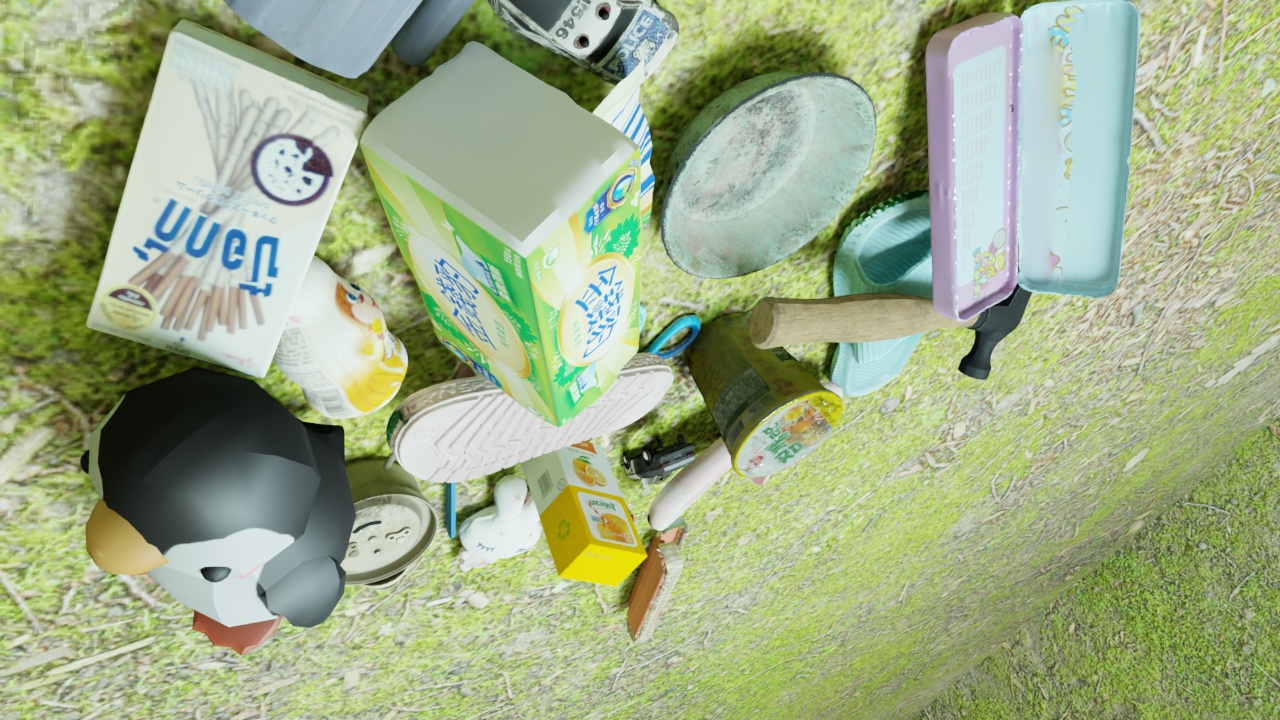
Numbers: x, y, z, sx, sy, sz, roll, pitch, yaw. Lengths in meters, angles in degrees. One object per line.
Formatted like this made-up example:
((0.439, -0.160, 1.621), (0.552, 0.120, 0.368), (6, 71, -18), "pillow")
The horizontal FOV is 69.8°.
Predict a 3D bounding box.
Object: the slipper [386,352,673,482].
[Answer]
((-0.076, 0.021, 0.635), (0.238, 0.064, 0.094), (-9, 144, -47), "slipper")

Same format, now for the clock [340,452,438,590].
((-0.199, 0.126, 0.677), (0.092, 0.054, 0.141), (-19, 138, -19), "clock")

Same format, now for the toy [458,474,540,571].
((-0.117, 0.144, 0.782), (0.075, 0.037, 0.126), (11, 124, -45), "toy")

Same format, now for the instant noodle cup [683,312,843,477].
((0.091, 0.023, 0.730), (0.102, 0.108, 0.102), (-22, 145, -16), "instant noodle cup")

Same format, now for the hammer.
((0.202, -0.039, 0.708), (0.304, 0.040, 0.132), (-4, 119, -38), "hammer")

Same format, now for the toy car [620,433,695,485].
((0.016, 0.089, 0.797), (0.040, 0.037, 0.092), (-19, 178, -22), "toy car")

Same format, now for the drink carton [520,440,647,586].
((-0.048, 0.113, 0.726), (0.058, 0.122, 0.040), (21, 121, -40), "drink carton")

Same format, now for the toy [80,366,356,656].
((-0.213, 0.061, 0.482), (0.139, 0.159, 0.184), (-48, 177, -25), "toy")

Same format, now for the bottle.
((-0.174, -0.019, 0.501), (0.063, 0.063, 0.109), (-28, 133, -7), "bottle")

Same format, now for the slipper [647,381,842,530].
((0.099, 0.087, 0.840), (0.221, 0.055, 0.107), (-34, 166, -14), "slipper")

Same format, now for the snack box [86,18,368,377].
((-0.188, -0.066, 0.417), (0.082, 0.026, 0.150), (20, 117, -24), "snack box")

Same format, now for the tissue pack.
((-0.040, -0.073, 0.485), (0.141, 0.120, 0.198), (-48, 169, -21), "tissue pack")

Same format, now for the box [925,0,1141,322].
((0.268, -0.135, 0.642), (0.140, 0.062, 0.214), (-8, 120, 7), "box")

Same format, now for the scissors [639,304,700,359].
((-0.005, 0.006, 0.721), (0.113, 0.013, 0.141), (-8, 138, -35), "scissors")

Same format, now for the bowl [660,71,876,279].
((0.075, -0.123, 0.590), (0.157, 0.038, 0.158), (-22, 146, -16), "bowl")

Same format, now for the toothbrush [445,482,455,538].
((-0.151, 0.093, 0.709), (0.014, 0.016, 0.167), (-16, 144, -24), "toothbrush")

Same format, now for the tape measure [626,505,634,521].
((-0.031, 0.170, 0.905), (0.059, 0.019, 0.051), (-29, 147, -5), "tape measure")

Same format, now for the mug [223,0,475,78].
((-0.097, -0.172, 0.357), (0.104, 0.084, 0.123), (-45, 164, 19), "mug")

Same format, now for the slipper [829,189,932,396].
((0.221, -0.039, 0.799), (0.116, 0.069, 0.277), (-28, 148, -13), "slipper")

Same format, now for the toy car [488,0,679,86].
((-0.023, -0.168, 0.450), (0.112, 0.040, 0.049), (12, 128, -48), "toy car")

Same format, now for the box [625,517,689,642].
((0.020, 0.250, 1.020), (0.076, 0.055, 0.188), (-49, 164, -40), "box")
